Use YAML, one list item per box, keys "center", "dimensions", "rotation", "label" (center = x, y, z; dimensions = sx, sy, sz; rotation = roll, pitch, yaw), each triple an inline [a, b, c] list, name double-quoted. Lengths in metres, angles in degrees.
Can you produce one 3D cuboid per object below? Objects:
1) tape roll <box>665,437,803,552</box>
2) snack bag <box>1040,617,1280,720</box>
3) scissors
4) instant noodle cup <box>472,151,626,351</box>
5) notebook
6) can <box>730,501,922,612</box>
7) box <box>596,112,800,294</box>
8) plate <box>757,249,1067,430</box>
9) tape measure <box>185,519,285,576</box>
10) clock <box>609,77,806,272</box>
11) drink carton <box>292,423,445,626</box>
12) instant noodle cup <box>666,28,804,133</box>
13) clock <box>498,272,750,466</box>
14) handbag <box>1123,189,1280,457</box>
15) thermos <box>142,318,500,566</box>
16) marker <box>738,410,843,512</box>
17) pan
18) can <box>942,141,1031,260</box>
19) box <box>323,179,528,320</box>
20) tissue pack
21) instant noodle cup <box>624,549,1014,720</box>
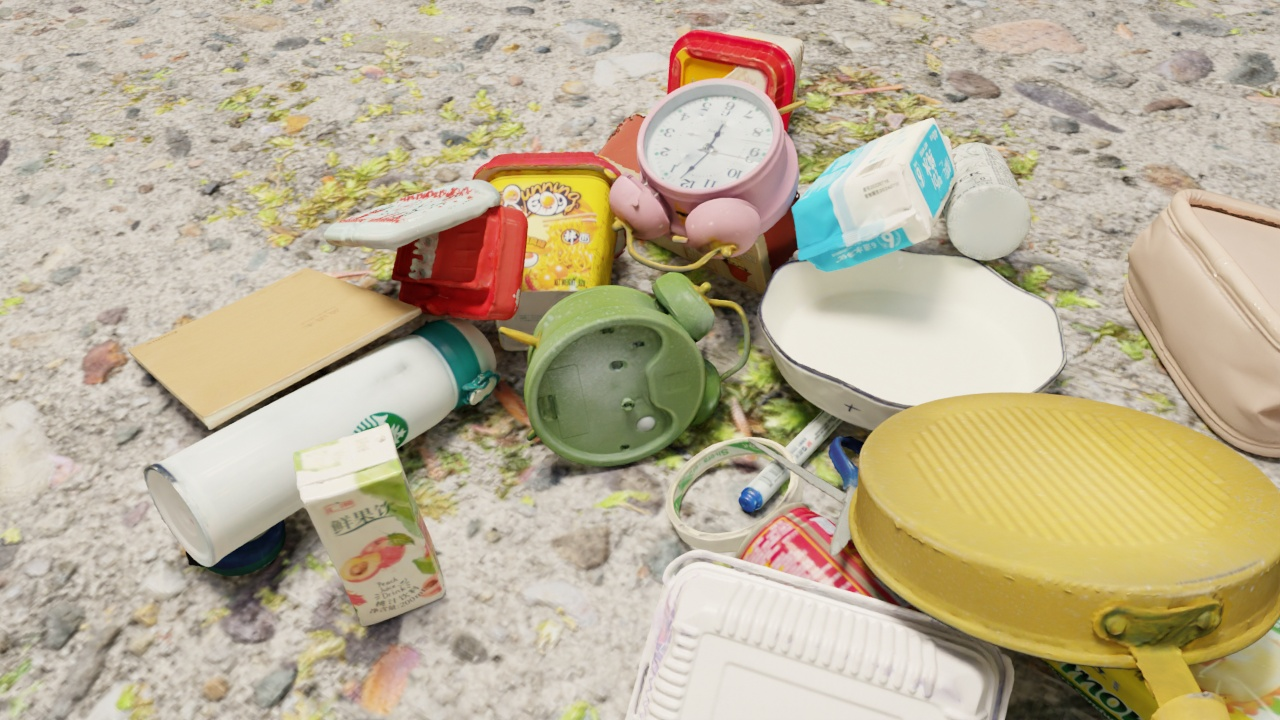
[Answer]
- center: [0.057, 0.082, 0.568]
  dimensions: [0.086, 0.014, 0.085]
  rotation: [-18, 34, 12]
  label: "tape roll"
- center: [0.310, 0.158, 0.466]
  dimensions: [0.157, 0.068, 0.246]
  rotation: [-25, 49, -21]
  label: "snack bag"
- center: [0.133, 0.087, 0.530]
  dimensions: [0.162, 0.012, 0.173]
  rotation: [40, 21, 7]
  label: "scissors"
- center: [-0.069, -0.078, 0.691]
  dimensions: [0.116, 0.116, 0.123]
  rotation: [-1, 58, 1]
  label: "instant noodle cup"
- center: [-0.265, -0.019, 0.650]
  dimensions: [0.149, 0.012, 0.212]
  rotation: [-33, 31, -29]
  label: "notebook"
- center: [0.102, 0.130, 0.503]
  dimensions: [0.066, 0.067, 0.094]
  rotation: [-29, 52, -23]
  label: "can"
- center: [0.050, -0.132, 0.738]
  dimensions: [0.168, 0.091, 0.077]
  rotation: [31, 74, 28]
  label: "box"
- center: [0.183, -0.016, 0.637]
  dimensions: [0.205, 0.046, 0.204]
  rotation: [0, 35, 0]
  label: "plate"
- center: [-0.249, 0.107, 0.568]
  dimensions: [0.058, 0.025, 0.054]
  rotation: [-9, 47, -21]
  label: "tape measure"
- center: [0.044, -0.127, 0.648]
  dimensions: [0.117, 0.060, 0.158]
  rotation: [19, 72, 22]
  label: "clock"
- center: [-0.149, 0.092, 0.512]
  dimensions: [0.053, 0.123, 0.045]
  rotation: [-17, 46, -14]
  label: "drink carton"
- center: [0.095, -0.252, 0.855]
  dimensions: [0.117, 0.116, 0.123]
  rotation: [17, 36, 18]
  label: "instant noodle cup"
- center: [-0.004, 0.003, 0.600]
  dimensions: [0.161, 0.116, 0.056]
  rotation: [-13, 36, -7]
  label: "clock"
- center: [0.486, -0.029, 0.644]
  dimensions: [0.234, 0.094, 0.193]
  rotation: [1, 45, -8]
  label: "handbag"
- center: [-0.188, 0.041, 0.585]
  dimensions: [0.073, 0.073, 0.223]
  rotation: [30, 44, 28]
  label: "thermos"
- center: [0.115, 0.052, 0.614]
  dimensions: [0.017, 0.017, 0.145]
  rotation: [32, 55, 29]
  label: "marker"
- center: [0.207, 0.118, 0.388]
  dimensions: [0.198, 0.078, 0.356]
  rotation: [-3, 22, 0]
  label: "pan"
- center: [0.269, -0.130, 0.728]
  dimensions: [0.058, 0.058, 0.146]
  rotation: [8, 28, 10]
  label: "can"
- center: [-0.160, -0.081, 0.632]
  dimensions: [0.098, 0.095, 0.202]
  rotation: [6, 3, -30]
  label: "box"
- center: [0.173, -0.118, 0.669]
  dimensions: [0.090, 0.063, 0.139]
  rotation: [-18, 20, 37]
  label: "tissue pack"
- center: [0.074, 0.174, 0.423]
  dimensions: [0.173, 0.060, 0.138]
  rotation: [13, 83, 17]
  label: "instant noodle cup"
